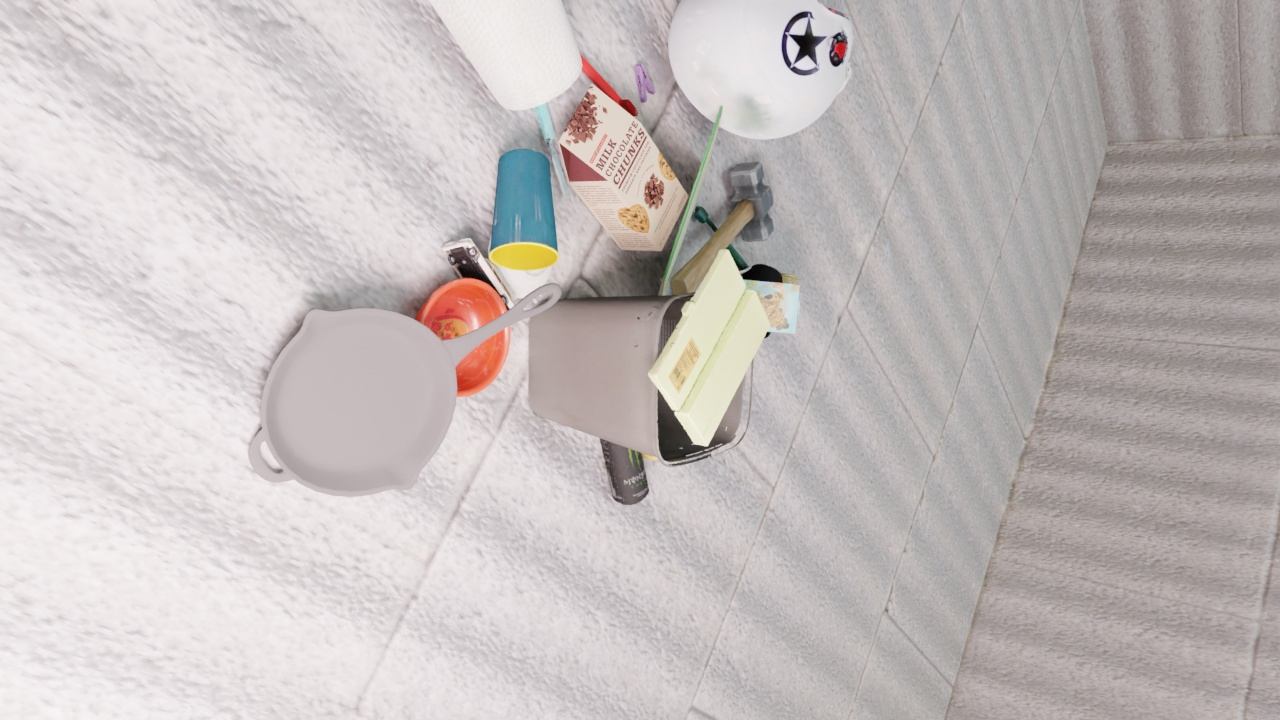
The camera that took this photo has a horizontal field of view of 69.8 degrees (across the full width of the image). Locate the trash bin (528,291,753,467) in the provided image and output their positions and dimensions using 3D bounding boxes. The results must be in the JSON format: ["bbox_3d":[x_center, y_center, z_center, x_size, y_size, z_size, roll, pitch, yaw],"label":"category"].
[{"bbox_3d":[-0.007,0.007,1.121,0.197,0.220,0.197,-9,103,-51],"label":"trash bin"}]

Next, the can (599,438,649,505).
[{"bbox_3d":[-0.024,0.131,1.257,0.053,0.054,0.138,-34,122,-43],"label":"can"}]

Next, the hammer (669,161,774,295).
[{"bbox_3d":[0.119,-0.178,1.336,0.321,0.051,0.117,-51,134,-48],"label":"hammer"}]

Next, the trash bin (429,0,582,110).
[{"bbox_3d":[-0.140,-0.362,0.968,0.133,0.133,0.161,-58,141,-27],"label":"trash bin"}]

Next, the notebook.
[{"bbox_3d":[0.063,-0.196,1.256,0.182,0.010,0.252,105,4,-77],"label":"notebook"}]

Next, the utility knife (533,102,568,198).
[{"bbox_3d":[-0.112,-0.279,1.102,0.022,0.016,0.177,-39,124,-39],"label":"utility knife"}]

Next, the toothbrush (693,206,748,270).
[{"bbox_3d":[0.129,-0.180,1.420,0.189,0.016,0.017,42,61,-49],"label":"toothbrush"}]

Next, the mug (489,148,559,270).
[{"bbox_3d":[-0.131,-0.172,1.036,0.078,0.078,0.121,20,63,-51],"label":"mug"}]

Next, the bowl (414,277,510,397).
[{"bbox_3d":[-0.205,-0.027,1.007,0.130,0.045,0.130,-12,106,-50],"label":"bowl"}]

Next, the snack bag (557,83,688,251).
[{"bbox_3d":[-0.029,-0.241,1.169,0.206,0.070,0.094,49,59,-44],"label":"snack bag"}]

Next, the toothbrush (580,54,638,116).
[{"bbox_3d":[-0.064,-0.367,1.145,0.212,0.018,0.012,35,69,-49],"label":"toothbrush"}]

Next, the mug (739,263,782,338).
[{"bbox_3d":[0.169,-0.106,1.445,0.119,0.085,0.100,31,71,-19],"label":"mug"}]

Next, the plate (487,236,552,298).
[{"bbox_3d":[-0.135,-0.126,1.093,0.104,0.026,0.104,-11,105,-50],"label":"plate"}]

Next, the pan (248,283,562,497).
[{"bbox_3d":[-0.229,0.009,0.933,0.353,0.024,0.217,-33,121,-22],"label":"pan"}]

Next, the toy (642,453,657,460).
[{"bbox_3d":[0.033,0.079,1.322,0.137,0.067,0.105,-42,125,-24],"label":"toy"}]

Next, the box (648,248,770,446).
[{"bbox_3d":[0.082,-0.015,1.032,0.186,0.024,0.137,-58,134,-27],"label":"box"}]

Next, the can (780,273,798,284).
[{"bbox_3d":[0.243,-0.106,1.564,0.038,0.038,0.079,14,86,-52],"label":"can"}]

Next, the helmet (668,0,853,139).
[{"bbox_3d":[0.152,-0.393,1.244,0.264,0.237,0.163,40,70,-41],"label":"helmet"}]

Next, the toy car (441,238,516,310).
[{"bbox_3d":[-0.178,-0.095,1.038,0.039,0.039,0.113,-75,146,-44],"label":"toy car"}]

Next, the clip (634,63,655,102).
[{"bbox_3d":[0.003,-0.370,1.235,0.050,0.014,0.046,34,73,-52],"label":"clip"}]

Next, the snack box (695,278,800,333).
[{"bbox_3d":[0.146,-0.084,1.362,0.174,0.053,0.075,4,93,-13],"label":"snack box"}]
